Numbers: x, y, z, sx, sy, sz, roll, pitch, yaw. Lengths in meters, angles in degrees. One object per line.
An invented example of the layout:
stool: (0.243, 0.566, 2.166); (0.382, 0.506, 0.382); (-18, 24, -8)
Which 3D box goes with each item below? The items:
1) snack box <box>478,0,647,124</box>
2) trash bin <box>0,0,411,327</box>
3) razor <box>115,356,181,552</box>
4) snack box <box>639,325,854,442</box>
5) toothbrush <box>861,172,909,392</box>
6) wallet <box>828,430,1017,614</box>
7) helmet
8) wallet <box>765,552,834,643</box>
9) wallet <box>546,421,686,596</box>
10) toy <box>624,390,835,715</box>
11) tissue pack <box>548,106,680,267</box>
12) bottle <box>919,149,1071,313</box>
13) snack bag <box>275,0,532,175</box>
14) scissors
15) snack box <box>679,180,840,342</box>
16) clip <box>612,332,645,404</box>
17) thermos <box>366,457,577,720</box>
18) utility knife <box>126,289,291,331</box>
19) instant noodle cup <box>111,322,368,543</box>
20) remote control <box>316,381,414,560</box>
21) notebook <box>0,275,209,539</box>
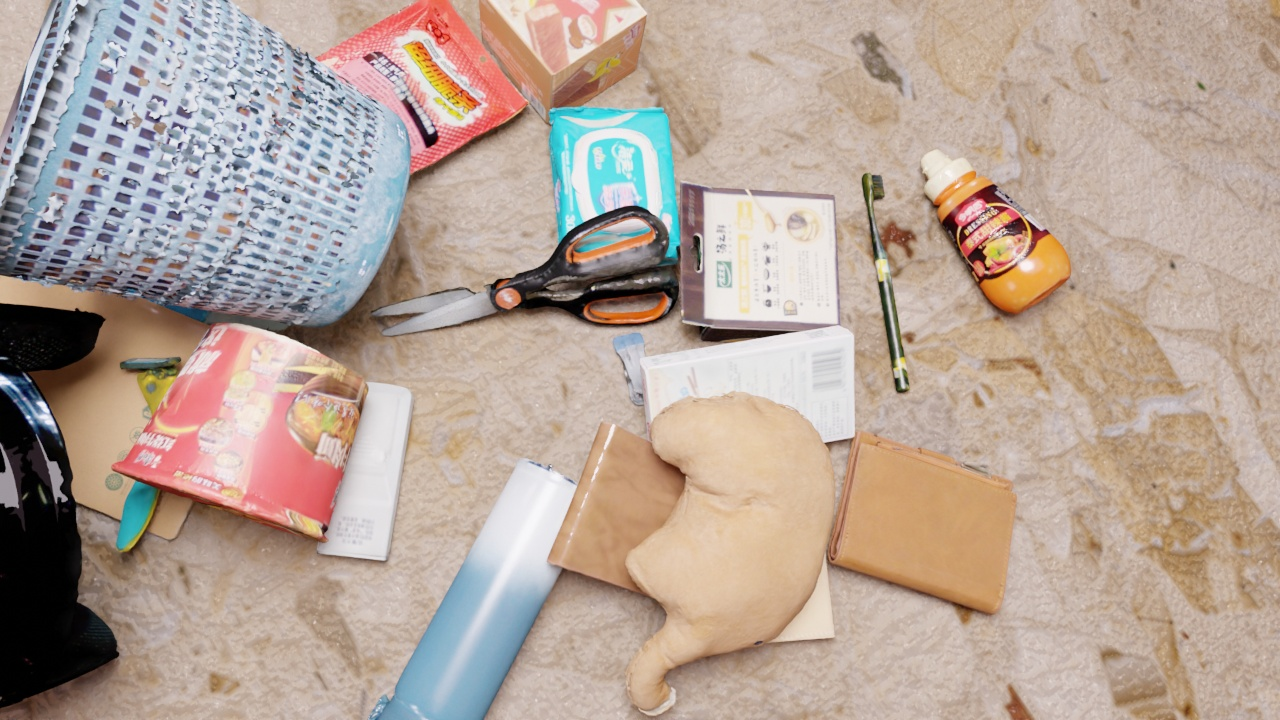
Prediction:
snack box: (-0.062, -0.261, 0.724); (0.094, 0.077, 0.093); (-37, 83, -14)
trash bin: (-0.256, -0.115, 0.543); (0.195, 0.227, 0.226); (21, 71, -37)
razor: (-0.336, 0.062, 0.621); (0.043, 0.028, 0.132); (-1, 79, 17)
snack box: (0.080, 0.028, 0.673); (0.156, 0.027, 0.085); (-9, 111, -9)
toothbrush: (0.200, -0.065, 0.740); (0.017, 0.012, 0.185); (-1, 76, -18)
wallet: (0.212, 0.118, 0.683); (0.132, 0.031, 0.107); (18, 71, -7)
helmet: (-0.410, 0.085, 0.502); (0.229, 0.275, 0.233); (-6, 95, -44)
wallet: (0.094, 0.146, 0.669); (0.087, 0.024, 0.115); (-2, 77, -6)
wallet: (-0.001, 0.108, 0.635); (0.115, 0.020, 0.101); (27, 79, -34)
toy: (0.059, 0.134, 0.618); (0.143, 0.082, 0.226); (12, 85, -9)
tissue pack: (-0.021, -0.135, 0.712); (0.093, 0.050, 0.133); (-5, 76, -7)
bottle: (0.276, -0.110, 0.737); (0.066, 0.067, 0.149); (-30, 74, -13)
snack bag: (-0.200, -0.193, 0.703); (0.207, 0.073, 0.128); (-37, 85, -19)
scissors: (-0.080, -0.039, 0.685); (0.234, 0.161, 0.021); (-31, 39, 17)
snack box: (0.088, -0.074, 0.707); (0.125, 0.053, 0.113); (2, 76, -6)
clip: (-0.004, 0.004, 0.696); (0.024, 0.026, 0.056); (-10, 68, -11)
thermos: (-0.107, 0.174, 0.617); (0.070, 0.070, 0.220); (28, 75, 1)
utility knife: (-0.354, -0.039, 0.667); (0.203, 0.018, 0.034); (5, 75, -6)
instant noodle cup: (-0.250, 0.045, 0.597); (0.138, 0.138, 0.108); (18, 72, -2)
remote control: (-0.195, 0.077, 0.653); (0.049, 0.024, 0.124); (6, 76, -5)
notebook: (-0.390, 0.018, 0.641); (0.207, 0.008, 0.147); (23, 81, -3)
